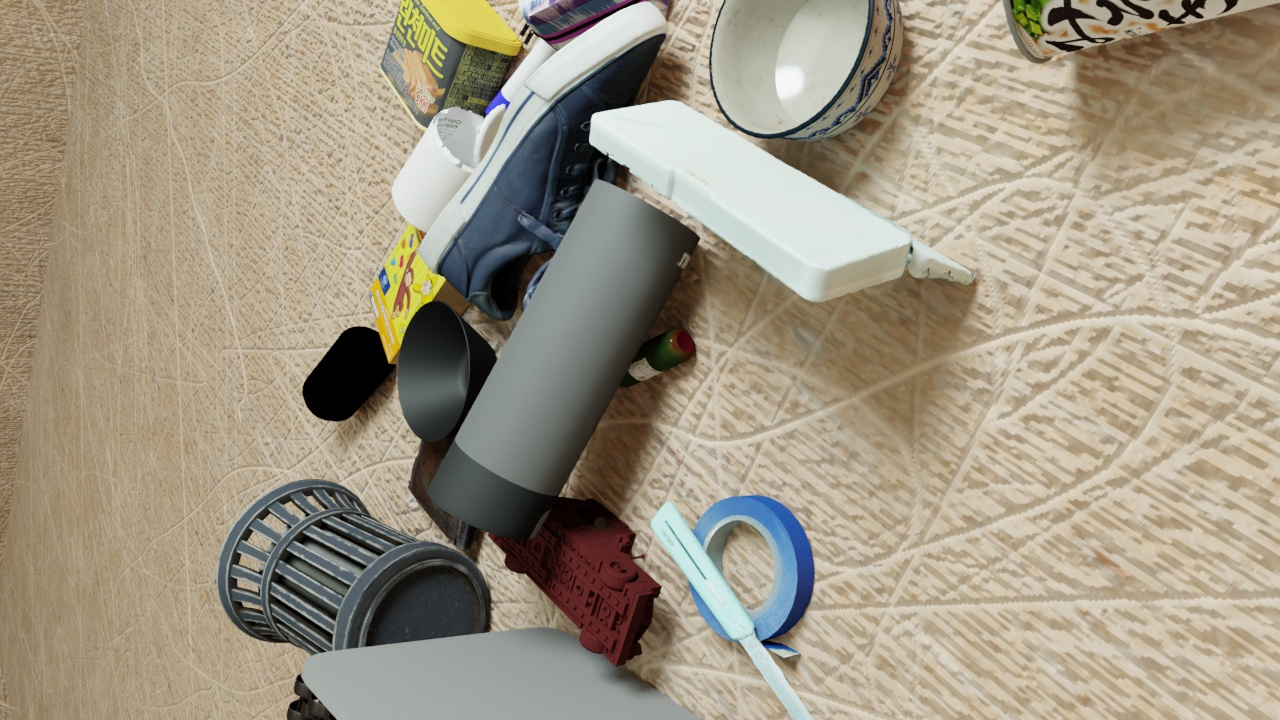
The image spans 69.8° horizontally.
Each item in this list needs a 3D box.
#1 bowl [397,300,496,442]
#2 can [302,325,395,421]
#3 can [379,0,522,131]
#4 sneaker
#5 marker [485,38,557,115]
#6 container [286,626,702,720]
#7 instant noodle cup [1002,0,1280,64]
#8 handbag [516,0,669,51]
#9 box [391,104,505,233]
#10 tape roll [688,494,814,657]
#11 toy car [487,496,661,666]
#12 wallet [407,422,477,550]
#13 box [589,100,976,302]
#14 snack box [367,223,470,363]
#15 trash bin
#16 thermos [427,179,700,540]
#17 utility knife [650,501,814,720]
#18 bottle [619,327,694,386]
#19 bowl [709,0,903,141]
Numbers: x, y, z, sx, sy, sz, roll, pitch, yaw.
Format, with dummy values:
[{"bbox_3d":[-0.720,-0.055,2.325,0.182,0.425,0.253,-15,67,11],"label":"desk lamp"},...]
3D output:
[{"bbox_3d":[-0.164,0.011,0.820,0.124,0.052,0.124,-4,85,47],"label":"bowl"},{"bbox_3d":[-0.310,0.016,0.972,0.114,0.063,0.063,-39,60,39],"label":"can"},{"bbox_3d":[-0.178,-0.279,0.841,0.130,0.072,0.101,54,127,35],"label":"can"},{"bbox_3d":[-0.057,-0.129,0.697,0.127,0.120,0.295,47,127,4],"label":"sneaker"},{"bbox_3d":[-0.087,-0.252,0.777,0.142,0.020,0.020,-38,61,40],"label":"marker"},{"bbox_3d":[-0.098,0.339,0.592,0.248,0.245,0.243,15,96,47],"label":"container"},{"bbox_3d":[0.225,-0.190,0.368,0.122,0.123,0.123,8,93,38],"label":"instant noodle cup"},{"bbox_3d":[-0.036,-0.325,0.694,0.145,0.068,0.169,-13,69,30],"label":"handbag"},{"bbox_3d":[-0.149,-0.173,0.796,0.161,0.081,0.092,-44,72,42],"label":"box"},{"bbox_3d":[0.068,0.132,0.585,0.091,0.016,0.093,9,94,48],"label":"tape roll"},{"bbox_3d":[-0.043,0.146,0.673,0.170,0.061,0.070,32,111,44],"label":"toy car"},{"bbox_3d":[-0.173,0.102,0.845,0.120,0.031,0.099,31,108,47],"label":"wallet"},{"bbox_3d":[0.074,-0.095,0.503,0.197,0.135,0.043,45,129,39],"label":"box"},{"bbox_3d":[-0.209,-0.069,0.883,0.126,0.040,0.088,-47,56,35],"label":"snack box"},{"bbox_3d":[-0.258,0.212,0.838,0.228,0.164,0.164,9,94,44],"label":"trash bin"},{"bbox_3d":[-0.053,0.003,0.629,0.082,0.082,0.240,32,95,44],"label":"thermos"},{"bbox_3d":[0.056,0.157,0.574,0.022,0.015,0.168,-39,56,2],"label":"utility knife"},{"bbox_3d":[-0.004,0.004,0.666,0.106,0.025,0.025,-26,69,44],"label":"bottle"},{"bbox_3d":[0.102,-0.182,0.535,0.116,0.059,0.115,-4,85,47],"label":"bowl"}]
